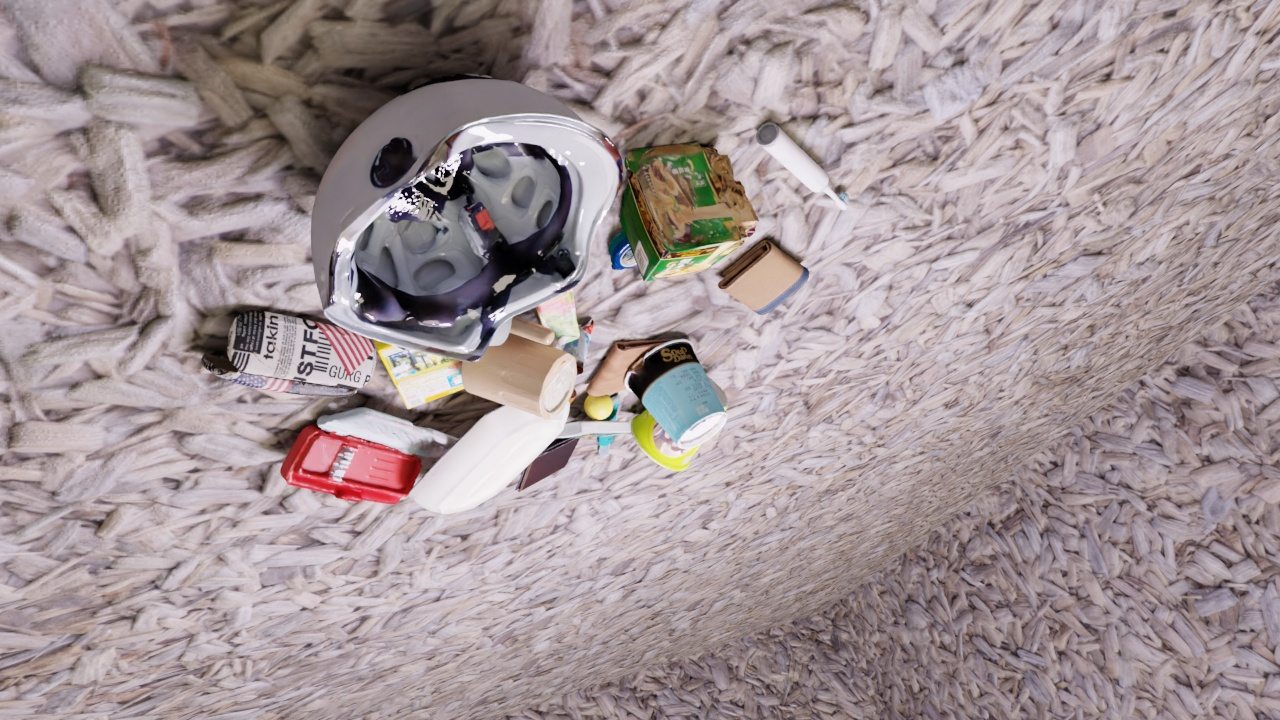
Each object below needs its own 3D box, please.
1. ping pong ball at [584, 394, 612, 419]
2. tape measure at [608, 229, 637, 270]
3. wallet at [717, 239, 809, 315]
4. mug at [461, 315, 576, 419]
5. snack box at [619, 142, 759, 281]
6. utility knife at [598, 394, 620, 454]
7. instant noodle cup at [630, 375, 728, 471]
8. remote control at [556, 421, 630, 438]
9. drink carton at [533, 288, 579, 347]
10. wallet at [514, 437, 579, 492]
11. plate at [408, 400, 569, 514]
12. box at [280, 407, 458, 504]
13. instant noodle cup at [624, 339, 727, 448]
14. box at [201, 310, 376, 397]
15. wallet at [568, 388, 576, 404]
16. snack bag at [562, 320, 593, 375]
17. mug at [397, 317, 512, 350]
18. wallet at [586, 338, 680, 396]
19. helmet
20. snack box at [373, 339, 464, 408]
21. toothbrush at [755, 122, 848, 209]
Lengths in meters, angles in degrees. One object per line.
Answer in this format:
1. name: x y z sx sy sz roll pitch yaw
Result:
1. ping pong ball: -0.059 0.063 1.285 0.040 0.040 0.040 -20 152 -11
2. tape measure: -0.008 -0.126 1.012 0.058 0.025 0.055 -25 151 -11
3. wallet: 0.159 -0.105 1.186 0.090 0.033 0.115 -39 149 20
4. mug: -0.136 -0.001 1.020 0.084 0.104 0.125 -52 152 -40
5. snack box: 0.038 -0.142 0.942 0.117 0.118 0.106 -12 160 -25
6. utility knife: -0.049 0.103 1.393 0.029 0.013 0.185 -14 151 -15
7. instant noodle cup: 0.065 0.083 1.366 0.111 0.111 0.124 9 130 -48
8. remote control: -0.071 0.099 1.302 0.056 0.019 0.135 -11 171 30
9. drink carton: -0.096 -0.068 1.009 0.045 0.053 0.123 -22 153 -8
10. wallet: -0.136 0.148 1.364 0.096 0.020 0.123 -27 159 -31
11. plate: -0.191 0.129 1.208 0.266 0.034 0.161 -43 157 27
12. box: -0.325 0.113 1.131 0.158 0.069 0.201 -38 151 12
13. instant noodle cup: 0.053 0.051 1.241 0.111 0.120 0.111 -26 154 -14
14. box: -0.354 -0.002 0.927 0.086 0.075 0.162 -5 170 34
15. wallet: -0.164 0.082 1.245 0.118 0.035 0.131 -8 149 -43
16. snack bag: -0.078 -0.010 1.096 0.045 0.105 0.026 -26 120 26
17. mug: -0.189 -0.071 0.914 0.103 0.083 0.124 -6 120 -32
18. wallet: -0.007 0.007 1.257 0.115 0.020 0.101 -7 147 -38
19. helmet: -0.153 -0.132 0.749 0.259 0.146 0.228 -45 150 17
20. snack box: -0.239 -0.002 1.027 0.087 0.033 0.141 -20 154 -10
21. toothbrush: 0.190 -0.211 1.029 0.220 0.027 0.026 20 94 -54
